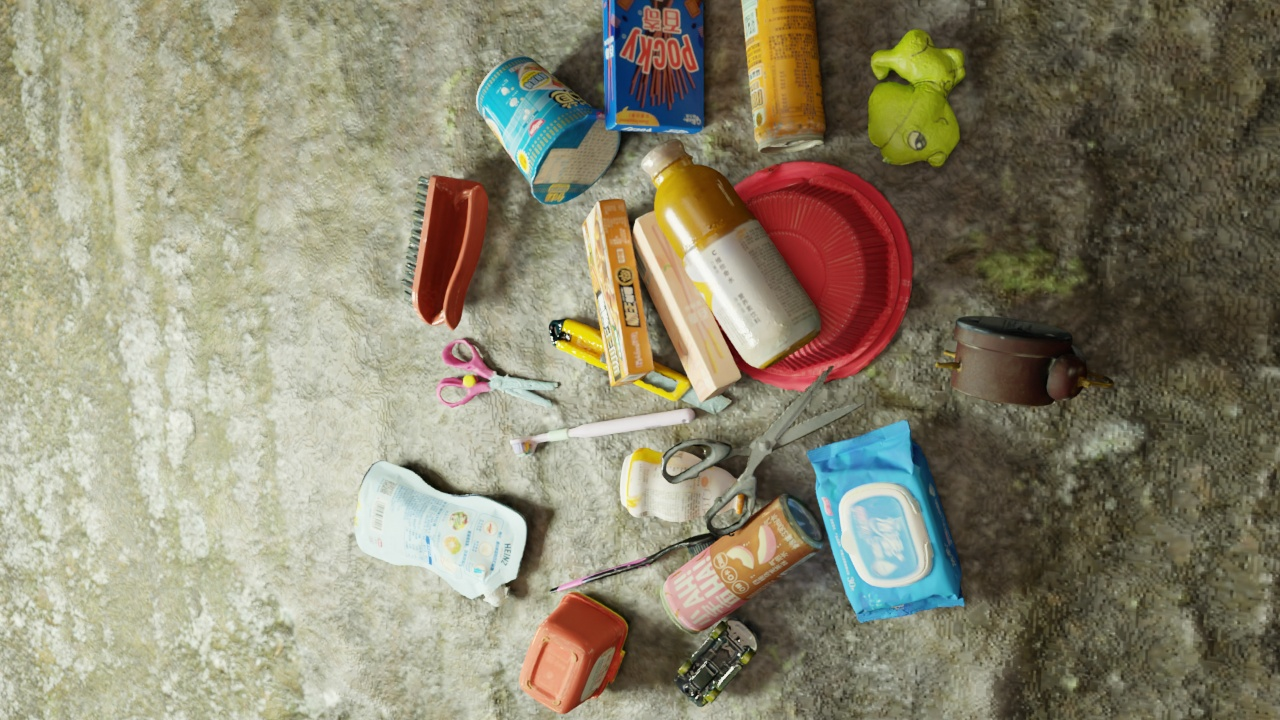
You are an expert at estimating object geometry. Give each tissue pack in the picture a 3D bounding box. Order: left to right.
[{"bbox_3d":[0.200,0.134,0.752,0.095,0.052,0.157,-17,88,23],"label":"tissue pack"}]

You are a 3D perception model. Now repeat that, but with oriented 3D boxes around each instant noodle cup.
[{"bbox_3d":[-0.088,-0.213,0.824,0.099,0.099,0.110,-49,68,19],"label":"instant noodle cup"},{"bbox_3d":[0.123,-0.069,0.759,0.194,0.065,0.194,3,97,22],"label":"instant noodle cup"}]

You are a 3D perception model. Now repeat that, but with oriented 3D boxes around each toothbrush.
[{"bbox_3d":[-0.037,0.067,0.865,0.189,0.029,0.021,-12,53,23],"label":"toothbrush"},{"bbox_3d":[-0.009,0.197,0.870,0.190,0.014,0.018,-24,98,24],"label":"toothbrush"}]

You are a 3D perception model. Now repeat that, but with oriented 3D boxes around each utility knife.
[{"bbox_3d":[-0.005,0.005,0.847,0.193,0.015,0.033,24,106,18],"label":"utility knife"}]

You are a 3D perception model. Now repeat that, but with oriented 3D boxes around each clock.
[{"bbox_3d":[0.288,0.001,0.686,0.122,0.081,0.055,11,104,23],"label":"clock"}]

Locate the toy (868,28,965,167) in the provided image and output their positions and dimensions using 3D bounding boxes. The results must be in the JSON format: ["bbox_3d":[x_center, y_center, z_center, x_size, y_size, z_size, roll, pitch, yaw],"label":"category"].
[{"bbox_3d":[0.215,-0.203,0.724,0.097,0.031,0.100,37,103,15],"label":"toy"}]

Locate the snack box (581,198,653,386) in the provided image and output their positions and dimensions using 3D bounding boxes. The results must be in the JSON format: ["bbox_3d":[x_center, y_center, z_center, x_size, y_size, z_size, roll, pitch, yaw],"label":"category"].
[{"bbox_3d":[-0.021,-0.058,0.807,0.026,0.075,0.153,-8,83,-15],"label":"snack box"}]

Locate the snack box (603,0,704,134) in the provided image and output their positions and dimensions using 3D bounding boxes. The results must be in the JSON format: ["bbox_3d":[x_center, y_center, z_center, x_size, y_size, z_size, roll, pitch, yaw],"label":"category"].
[{"bbox_3d":[0.011,-0.275,0.778,0.026,0.084,0.157,-169,76,-65],"label":"snack box"}]

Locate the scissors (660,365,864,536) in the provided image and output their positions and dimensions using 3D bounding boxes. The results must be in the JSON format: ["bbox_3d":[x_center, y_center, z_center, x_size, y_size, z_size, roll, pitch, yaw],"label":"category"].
[{"bbox_3d":[0.097,0.075,0.765,0.170,0.014,0.159,7,105,1],"label":"scissors"}]

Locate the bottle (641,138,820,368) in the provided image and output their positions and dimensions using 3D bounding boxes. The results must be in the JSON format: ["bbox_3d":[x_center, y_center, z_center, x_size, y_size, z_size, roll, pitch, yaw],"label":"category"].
[{"bbox_3d":[0.065,-0.085,0.709,0.068,0.068,0.189,-35,81,22],"label":"bottle"}]

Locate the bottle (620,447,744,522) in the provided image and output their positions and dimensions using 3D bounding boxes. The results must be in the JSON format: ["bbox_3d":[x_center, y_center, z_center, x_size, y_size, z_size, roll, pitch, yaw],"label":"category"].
[{"bbox_3d":[0.038,0.113,0.815,0.108,0.063,0.063,6,98,9],"label":"bottle"}]

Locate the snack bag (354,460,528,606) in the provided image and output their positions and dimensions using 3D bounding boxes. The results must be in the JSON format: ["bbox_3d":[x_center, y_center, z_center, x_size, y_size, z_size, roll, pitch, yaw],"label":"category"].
[{"bbox_3d":[-0.204,0.177,0.938,0.191,0.038,0.110,16,96,19],"label":"snack bag"}]

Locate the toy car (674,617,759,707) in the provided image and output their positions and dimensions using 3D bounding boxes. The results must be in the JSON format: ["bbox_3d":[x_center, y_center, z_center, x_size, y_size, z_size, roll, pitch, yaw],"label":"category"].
[{"bbox_3d":[0.070,0.271,0.831,0.042,0.035,0.091,41,109,13],"label":"toy car"}]

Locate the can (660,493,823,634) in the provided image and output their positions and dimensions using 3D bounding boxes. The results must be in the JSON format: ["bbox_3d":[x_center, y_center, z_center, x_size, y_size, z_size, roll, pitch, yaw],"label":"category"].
[{"bbox_3d":[0.088,0.178,0.802,0.147,0.057,0.058,-41,79,21],"label":"can"}]

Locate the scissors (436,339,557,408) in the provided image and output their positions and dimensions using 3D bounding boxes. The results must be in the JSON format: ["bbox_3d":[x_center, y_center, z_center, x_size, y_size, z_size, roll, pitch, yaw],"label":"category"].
[{"bbox_3d":[-0.141,0.012,0.909,0.138,0.017,0.077,2,87,19],"label":"scissors"}]

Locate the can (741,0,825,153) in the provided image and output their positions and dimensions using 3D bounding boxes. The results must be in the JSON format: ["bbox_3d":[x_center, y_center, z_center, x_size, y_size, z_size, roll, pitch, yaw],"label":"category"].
[{"bbox_3d":[0.116,-0.247,0.747,0.058,0.058,0.146,-5,94,23],"label":"can"}]

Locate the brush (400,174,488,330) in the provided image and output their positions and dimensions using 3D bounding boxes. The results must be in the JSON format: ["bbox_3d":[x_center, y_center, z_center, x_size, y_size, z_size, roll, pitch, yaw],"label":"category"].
[{"bbox_3d":[-0.187,-0.103,0.888,0.069,0.063,0.146,22,105,33],"label":"brush"}]

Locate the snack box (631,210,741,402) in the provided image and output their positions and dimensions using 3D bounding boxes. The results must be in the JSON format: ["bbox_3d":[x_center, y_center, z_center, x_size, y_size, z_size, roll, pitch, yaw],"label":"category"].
[{"bbox_3d":[0.035,-0.044,0.786,0.026,0.084,0.157,-24,83,-9],"label":"snack box"}]

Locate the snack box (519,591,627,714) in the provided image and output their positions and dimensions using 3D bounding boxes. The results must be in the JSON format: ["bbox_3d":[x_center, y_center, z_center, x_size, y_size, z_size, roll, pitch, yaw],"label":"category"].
[{"bbox_3d":[-0.064,0.278,0.865,0.082,0.080,0.091,25,104,18],"label":"snack box"}]
